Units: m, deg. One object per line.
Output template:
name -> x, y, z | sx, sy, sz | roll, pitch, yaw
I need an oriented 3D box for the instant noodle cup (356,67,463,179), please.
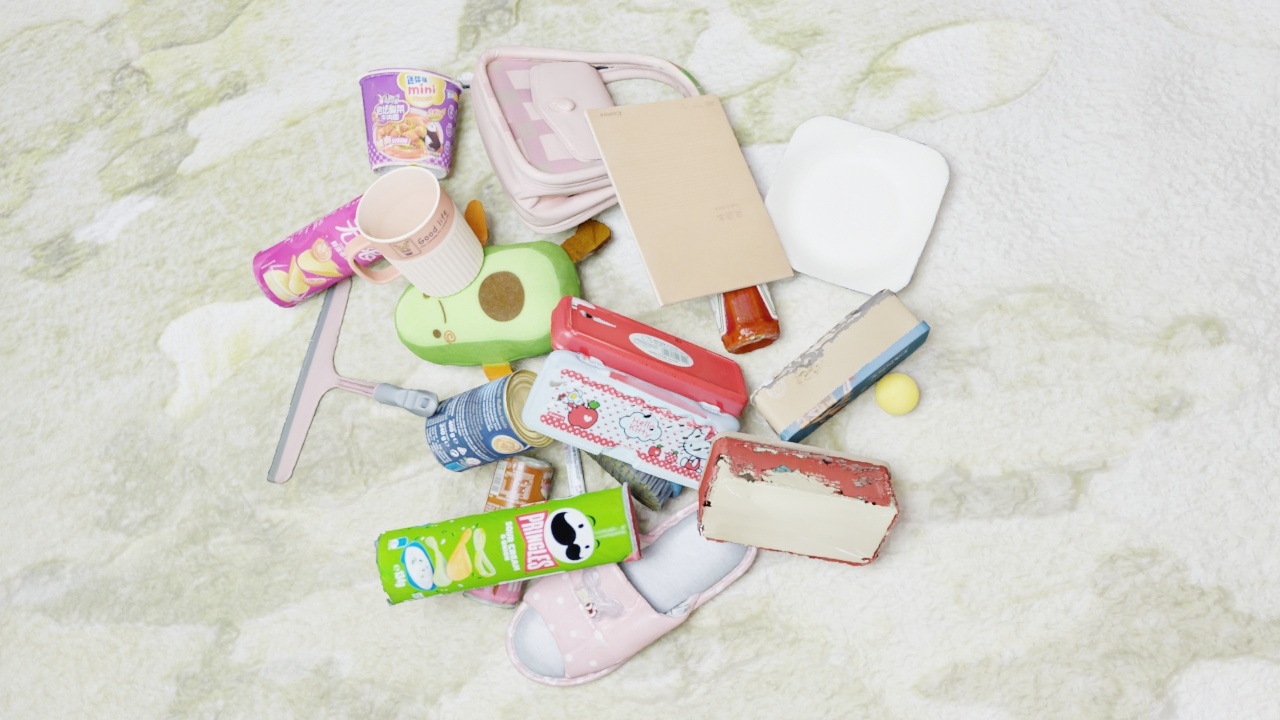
instant noodle cup -> -0.247, -0.250, 0.987 | 0.112, 0.111, 0.099 | -1, 87, 10

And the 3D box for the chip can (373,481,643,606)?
chip can -> -0.119, 0.170, 0.844 | 0.236, 0.072, 0.072 | -11, 78, 1

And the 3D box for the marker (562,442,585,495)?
marker -> -0.066, 0.117, 0.929 | 0.017, 0.017, 0.145 | -12, 78, 8

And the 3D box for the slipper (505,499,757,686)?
slipper -> -0.011, 0.221, 0.880 | 0.274, 0.054, 0.114 | -31, 76, 3

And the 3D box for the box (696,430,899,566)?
box -> 0.139, 0.129, 0.820 | 0.168, 0.076, 0.091 | 10, 126, -4

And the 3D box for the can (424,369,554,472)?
can -> -0.144, 0.060, 0.881 | 0.111, 0.075, 0.075 | -20, 76, 31

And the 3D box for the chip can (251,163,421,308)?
chip can -> -0.307, -0.128, 0.972 | 0.211, 0.071, 0.071 | -24, 76, 18

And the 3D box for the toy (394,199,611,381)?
toy -> -0.141, -0.059, 0.938 | 0.247, 0.090, 0.226 | -14, 75, 6

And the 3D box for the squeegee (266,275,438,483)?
squeegee -> -0.273, 0.032, 0.942 | 0.250, 0.040, 0.247 | 9, 80, 42

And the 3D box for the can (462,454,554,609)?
can -> -0.131, 0.167, 0.911 | 0.058, 0.058, 0.147 | 13, 83, 13

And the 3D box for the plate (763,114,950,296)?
plate -> 0.209, -0.152, 0.916 | 0.164, 0.034, 0.164 | 22, 85, 14

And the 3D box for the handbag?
handbag -> -0.045, -0.247, 0.949 | 0.234, 0.093, 0.193 | -17, 63, -13

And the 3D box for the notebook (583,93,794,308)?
notebook -> 0.048, -0.161, 0.889 | 0.149, 0.012, 0.211 | -15, 75, -24

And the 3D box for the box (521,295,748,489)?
box -> -0.005, 0.033, 0.862 | 0.201, 0.118, 0.098 | 22, 120, -18

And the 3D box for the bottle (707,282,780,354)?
bottle -> 0.085, -0.109, 0.921 | 0.060, 0.060, 0.206 | -17, 77, 7

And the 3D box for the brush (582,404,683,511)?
brush -> -0.012, 0.081, 0.908 | 0.144, 0.055, 0.073 | 40, 64, 13

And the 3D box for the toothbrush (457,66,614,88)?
toothbrush -> -0.117, -0.319, 1.018 | 0.181, 0.018, 0.015 | -3, 76, 9

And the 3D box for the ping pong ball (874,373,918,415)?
ping pong ball -> 0.244, 0.032, 0.873 | 0.040, 0.040, 0.040 | -2, 80, 10

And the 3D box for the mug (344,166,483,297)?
mug -> -0.219, -0.112, 0.875 | 0.114, 0.106, 0.081 | -30, 59, 1

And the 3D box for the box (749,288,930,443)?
box -> 0.191, 0.005, 0.863 | 0.184, 0.089, 0.060 | -38, 75, 7
